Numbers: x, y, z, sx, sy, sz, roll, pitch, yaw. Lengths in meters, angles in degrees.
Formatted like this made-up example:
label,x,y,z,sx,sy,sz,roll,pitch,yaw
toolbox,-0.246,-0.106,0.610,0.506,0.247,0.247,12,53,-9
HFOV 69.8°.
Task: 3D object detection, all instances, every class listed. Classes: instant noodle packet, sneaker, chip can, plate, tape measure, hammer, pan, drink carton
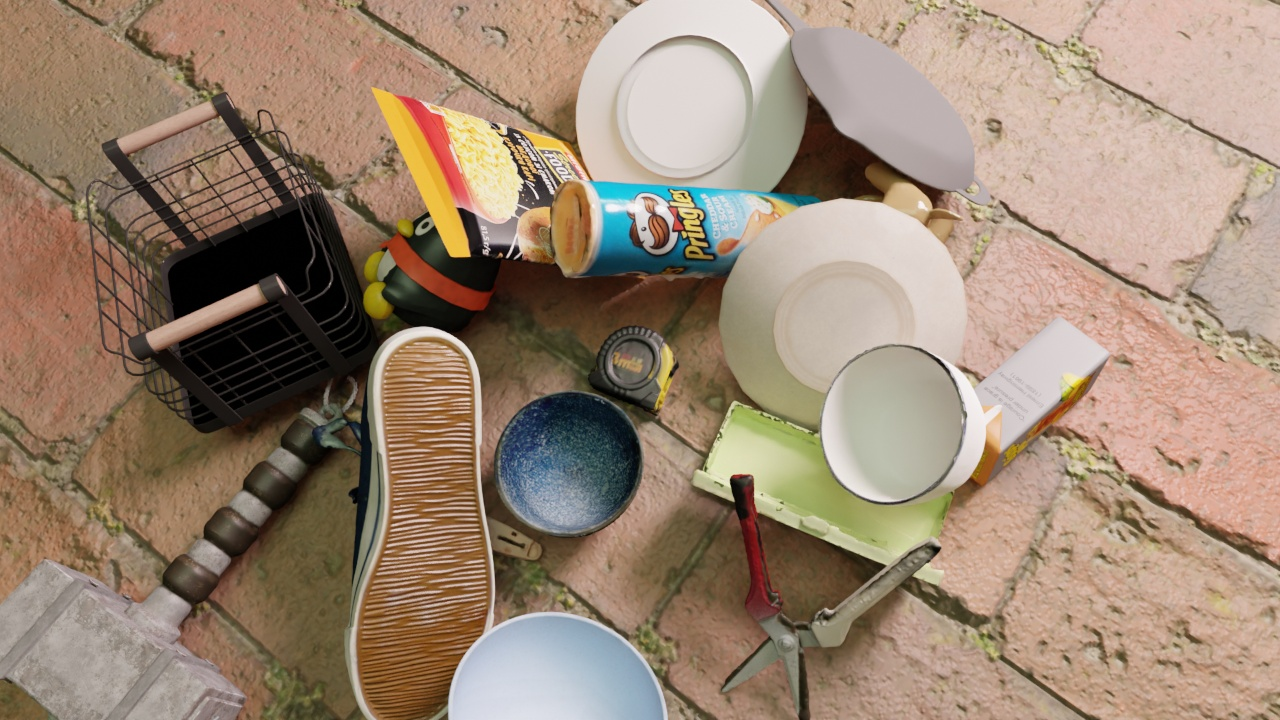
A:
label,x,y,z,sx,sy,sz,roll,pitch,yaw
instant noodle packet,-0.099,-0.139,0.746,0.032,0.220,0.159,-41,66,31
sneaker,-0.182,0.122,0.696,0.120,0.127,0.294,2,90,-25
chip can,0.044,-0.101,0.731,0.229,0.080,0.079,-2,65,-29
plate,0.039,-0.219,0.797,0.209,0.015,0.208,1,92,18
plate,0.155,-0.027,0.706,0.189,0.027,0.189,2,106,7
tape measure,-0.004,0.004,0.758,0.067,0.038,0.062,20,80,14
hammer,-0.325,0.141,0.714,0.177,0.080,0.325,30,68,14
pan,0.167,-0.262,0.771,0.354,0.024,0.215,46,39,8
drink carton,0.292,0.032,0.705,0.124,0.076,0.048,-37,61,-12

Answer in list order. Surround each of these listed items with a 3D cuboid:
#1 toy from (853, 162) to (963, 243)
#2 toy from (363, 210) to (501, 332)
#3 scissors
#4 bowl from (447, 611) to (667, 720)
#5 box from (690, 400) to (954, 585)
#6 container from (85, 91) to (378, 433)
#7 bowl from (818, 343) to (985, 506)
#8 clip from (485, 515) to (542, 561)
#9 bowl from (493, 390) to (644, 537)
label,x,y,z,sx,sy,sz,roll,pitch,yaw
toy,0.208,-0.101,0.747,0.106,0.108,0.134,20,72,25
toy,-0.162,-0.082,0.761,0.119,0.099,0.097,-51,30,17
scissors,0.123,0.165,0.638,0.180,0.015,0.199,-14,100,19
bowl,-0.062,0.258,0.632,0.150,0.075,0.150,11,39,-9
box,0.136,0.107,0.697,0.188,0.064,0.130,21,30,10
container,-0.332,-0.080,0.738,0.162,0.130,0.241,-25,56,-6
bowl,0.194,0.050,0.658,0.117,0.065,0.116,-16,68,44
clip,-0.106,0.138,0.712,0.061,0.041,0.024,14,72,15
bowl,-0.052,0.086,0.717,0.114,0.061,0.114,-2,69,5
